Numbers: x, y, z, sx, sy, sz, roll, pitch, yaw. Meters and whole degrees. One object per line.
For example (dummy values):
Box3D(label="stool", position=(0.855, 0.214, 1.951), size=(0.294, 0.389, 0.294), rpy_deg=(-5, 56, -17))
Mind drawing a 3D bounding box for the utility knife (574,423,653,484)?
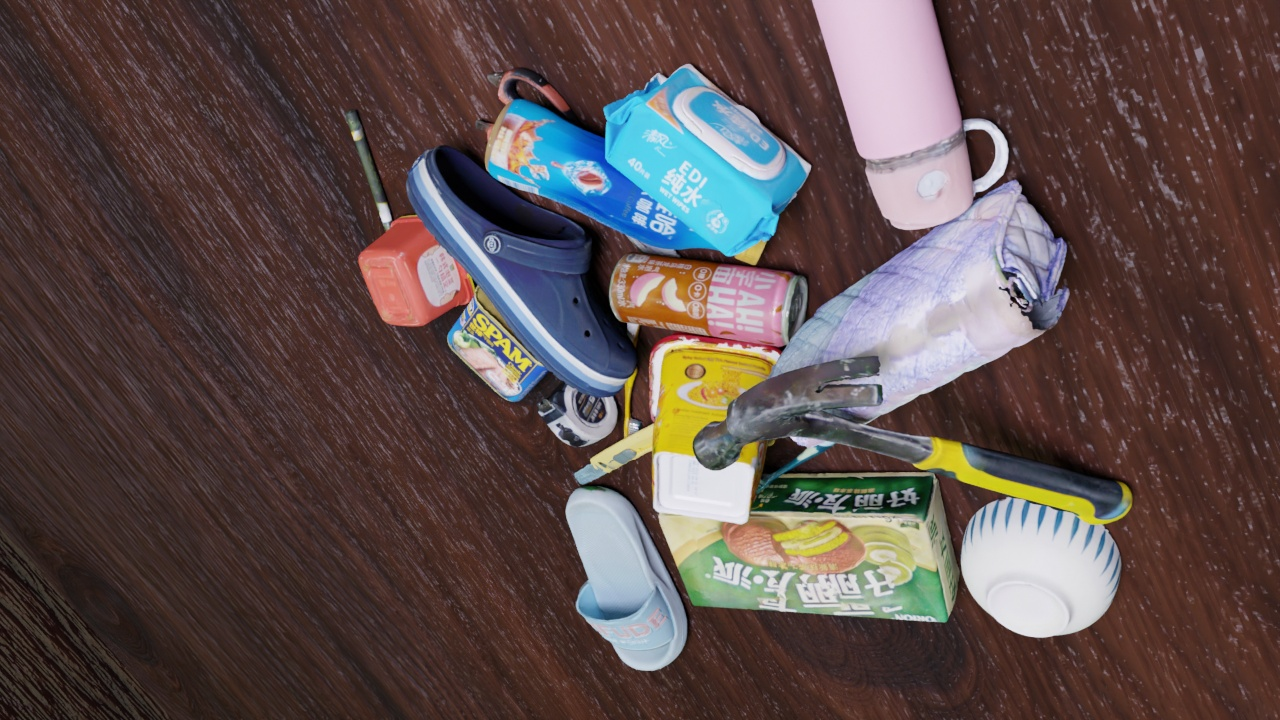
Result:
Box3D(label="utility knife", position=(-0.016, 0.091, 0.894), size=(0.031, 0.020, 0.199), rpy_deg=(37, 148, -14))

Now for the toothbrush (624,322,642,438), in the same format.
Box3D(label="toothbrush", position=(-0.005, 0.005, 0.832), size=(0.018, 0.016, 0.192), rpy_deg=(13, 129, 12))

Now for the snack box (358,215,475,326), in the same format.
Box3D(label="snack box", position=(-0.209, -0.082, 0.857), size=(0.082, 0.079, 0.091), rpy_deg=(3, 123, 31))

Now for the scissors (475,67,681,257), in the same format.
Box3D(label="scissors", position=(-0.050, -0.140, 0.756), size=(0.197, 0.015, 0.205), rpy_deg=(4, 124, 30))

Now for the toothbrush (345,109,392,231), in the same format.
Box3D(label="toothbrush", position=(-0.245, -0.149, 0.880), size=(0.017, 0.012, 0.186), rpy_deg=(3, 124, 24))

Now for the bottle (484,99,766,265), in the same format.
Box3D(label="bottle", position=(-0.007, -0.129, 0.693), size=(0.219, 0.065, 0.065), rpy_deg=(23, 133, 3))

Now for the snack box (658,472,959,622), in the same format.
Box3D(label="snack box", position=(0.144, 0.159, 0.802), size=(0.241, 0.063, 0.114), rpy_deg=(-4, 121, 29))

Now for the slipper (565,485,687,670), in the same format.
Box3D(label="slipper", position=(-0.022, 0.244, 0.979), size=(0.104, 0.074, 0.245), rpy_deg=(-1, 120, 33))

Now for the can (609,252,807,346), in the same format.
Box3D(label="can", position=(0.052, -0.048, 0.715), size=(0.147, 0.057, 0.058), rpy_deg=(10, 127, 23))

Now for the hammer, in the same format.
Box3D(label="hammer", position=(0.204, 0.065, 0.604), size=(0.323, 0.031, 0.126), rpy_deg=(15, 147, -23))

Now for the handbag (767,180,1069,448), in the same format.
Box3D(label="handbag", position=(0.182, -0.025, 0.604), size=(0.075, 0.133, 0.194), rpy_deg=(47, 135, -5))

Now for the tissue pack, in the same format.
Box3D(label="tissue pack", position=(0.047, -0.142, 0.637), size=(0.140, 0.089, 0.063), rpy_deg=(40, 133, 1))

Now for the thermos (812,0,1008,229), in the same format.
Box3D(label="thermos", position=(0.161, -0.182, 0.556), size=(0.087, 0.067, 0.199), rpy_deg=(-21, 111, 10))

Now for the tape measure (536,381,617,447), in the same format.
Box3D(label="tape measure", position=(-0.056, 0.047, 0.861), size=(0.066, 0.065, 0.034), rpy_deg=(53, 138, -8))

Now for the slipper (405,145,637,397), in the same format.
Box3D(label="slipper", position=(-0.083, -0.085, 0.766), size=(0.095, 0.104, 0.253), rpy_deg=(-39, 98, 27))

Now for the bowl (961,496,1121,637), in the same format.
Box3D(label="bowl", position=(0.306, 0.170, 0.713), size=(0.116, 0.066, 0.117), rpy_deg=(18, 130, 22))

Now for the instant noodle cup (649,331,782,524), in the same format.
Box3D(label="instant noodle cup", position=(0.057, 0.055, 0.731), size=(0.116, 0.123, 0.116), rpy_deg=(7, 135, 8))

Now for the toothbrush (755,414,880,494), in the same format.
Box3D(label="toothbrush", position=(0.149, 0.062, 0.740), size=(0.018, 0.016, 0.192), rpy_deg=(37, 122, -23))

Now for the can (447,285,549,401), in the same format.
Box3D(label="can", position=(-0.124, -0.020, 0.864), size=(0.102, 0.057, 0.083), rpy_deg=(44, 137, -2))
